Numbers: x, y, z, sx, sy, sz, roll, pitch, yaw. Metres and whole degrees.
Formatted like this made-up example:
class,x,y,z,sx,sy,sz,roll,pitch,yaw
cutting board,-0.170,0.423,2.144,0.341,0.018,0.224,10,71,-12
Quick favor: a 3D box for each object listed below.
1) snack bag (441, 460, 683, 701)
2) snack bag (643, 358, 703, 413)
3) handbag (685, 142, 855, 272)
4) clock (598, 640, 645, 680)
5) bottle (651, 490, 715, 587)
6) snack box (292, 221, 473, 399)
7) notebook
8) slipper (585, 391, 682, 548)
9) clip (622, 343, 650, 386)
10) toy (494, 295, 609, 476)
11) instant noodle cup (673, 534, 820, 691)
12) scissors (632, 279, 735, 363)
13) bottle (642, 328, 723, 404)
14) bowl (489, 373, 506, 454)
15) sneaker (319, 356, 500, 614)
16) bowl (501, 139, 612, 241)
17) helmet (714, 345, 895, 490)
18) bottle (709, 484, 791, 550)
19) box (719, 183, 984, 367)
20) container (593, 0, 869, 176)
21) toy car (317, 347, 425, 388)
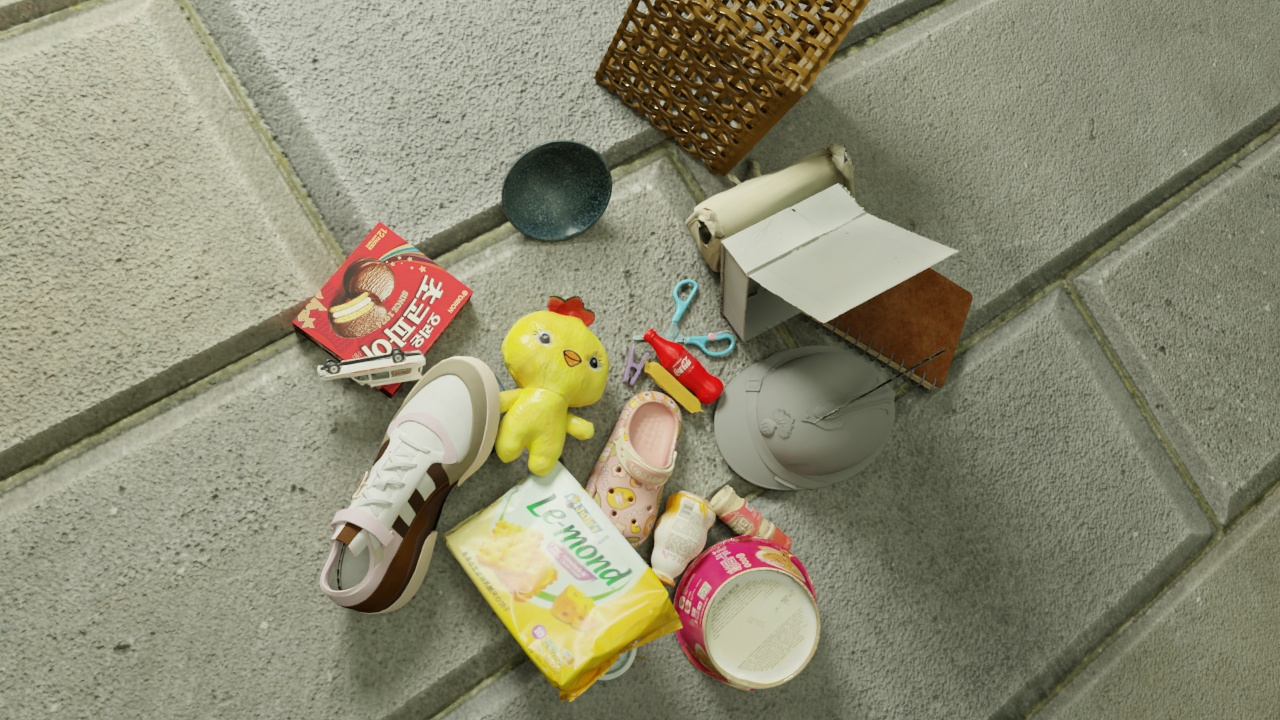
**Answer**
class,x,y,z,sx,sy,sz,roll,pitch,yaw
snack bag,-0.088,0.238,1.003,0.159,0.068,0.247,-33,65,-22
snack bag,0.039,0.034,1.133,0.099,0.026,0.020,43,84,-17
handbag,0.154,-0.212,1.150,0.229,0.184,0.132,-30,85,-8
clock,-0.058,0.323,1.038,0.117,0.057,0.083,-11,82,-11
bottle,0.045,0.212,1.086,0.063,0.063,0.108,29,73,-9
snack box,-0.293,-0.058,1.053,0.132,0.036,0.151,37,71,-7
notebook,0.334,-0.074,1.247,0.225,0.024,0.167,29,69,-9
slipper,-0.002,0.124,1.081,0.093,0.082,0.197,22,72,-10
clip,-0.009,0.006,1.136,0.032,0.013,0.051,25,81,-5
toy,-0.107,0.027,1.052,0.133,0.092,0.207,26,58,-23
instant noodle cup,0.132,0.301,1.065,0.178,0.078,0.178,0,91,-9
scissors,0.055,-0.048,1.168,0.135,0.015,0.129,-1,81,-19
bottle,0.051,0.005,1.137,0.119,0.036,0.036,42,71,-11
bowl,-0.195,0.056,1.050,0.110,0.055,0.110,3,78,-15
sneaker,-0.251,0.123,0.953,0.112,0.116,0.293,26,87,16
bowl,-0.107,-0.218,1.119,0.137,0.137,0.057,-6,41,-18
helmet,0.235,0.062,1.142,0.270,0.118,0.183,-13,83,-23
bottle,0.134,0.202,1.126,0.109,0.044,0.044,41,71,-5
box,0.212,-0.090,1.041,0.167,0.330,0.165,-28,114,-10
container,0.115,-0.412,1.131,0.214,0.252,0.219,37,71,-7
toy car,-0.292,0.012,1.001,0.113,0.039,0.039,-11,104,-18
